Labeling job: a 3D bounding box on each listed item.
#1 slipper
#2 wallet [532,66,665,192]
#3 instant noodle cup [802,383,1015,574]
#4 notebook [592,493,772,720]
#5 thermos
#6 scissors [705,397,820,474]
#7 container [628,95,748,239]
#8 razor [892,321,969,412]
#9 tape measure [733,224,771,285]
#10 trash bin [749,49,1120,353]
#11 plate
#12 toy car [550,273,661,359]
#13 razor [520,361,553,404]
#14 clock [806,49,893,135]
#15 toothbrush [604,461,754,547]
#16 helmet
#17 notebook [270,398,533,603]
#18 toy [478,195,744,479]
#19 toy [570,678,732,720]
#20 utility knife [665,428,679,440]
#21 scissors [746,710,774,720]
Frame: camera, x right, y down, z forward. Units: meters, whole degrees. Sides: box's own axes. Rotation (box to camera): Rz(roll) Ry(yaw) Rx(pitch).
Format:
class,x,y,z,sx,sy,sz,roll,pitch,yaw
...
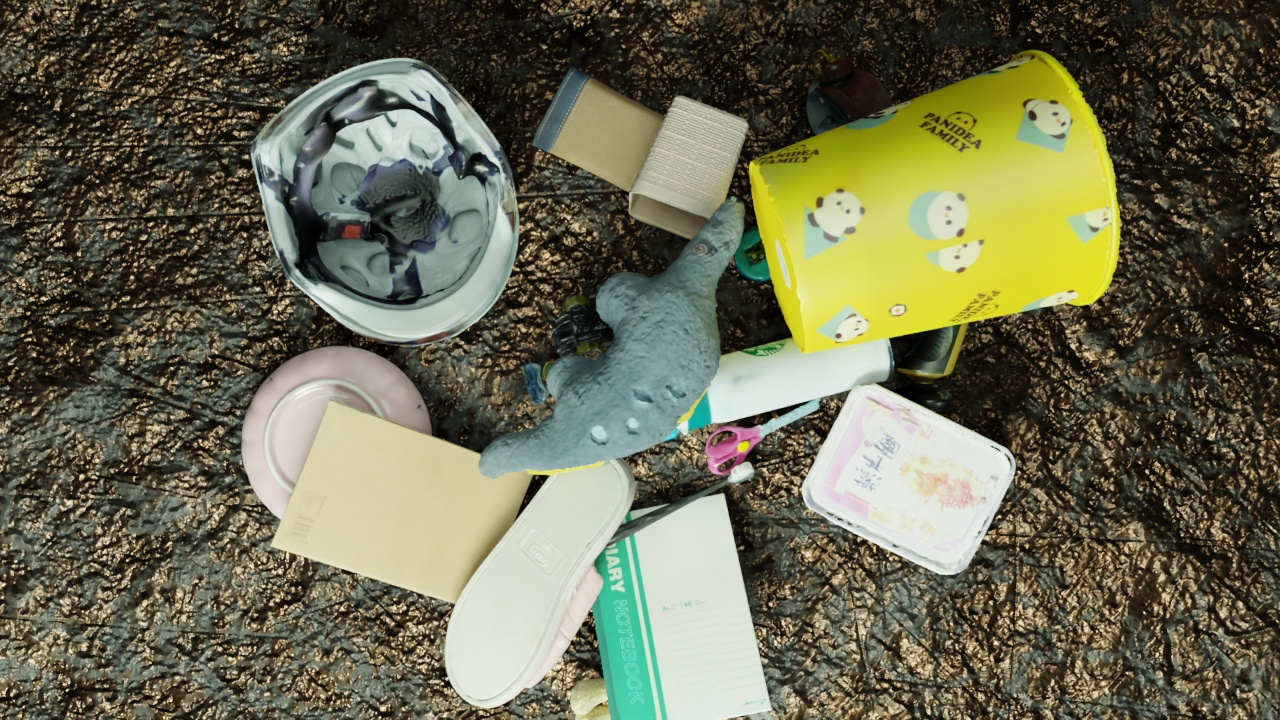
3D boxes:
class,x,y,z,sx,sy,sz,roll,pitch,yaw
slipper,-0.094,0.207,0.887,0.114,0.054,0.274,30,89,23
wallet,-0.041,-0.237,0.943,0.115,0.033,0.090,27,89,1
instant noodle cup,0.256,0.113,0.898,0.173,0.060,0.138,26,94,3
notebook,0.029,0.241,0.882,0.150,0.012,0.209,-11,65,0
thermos,0.129,0.013,0.900,0.224,0.073,0.073,-14,86,-4
scissors,0.124,0.066,0.918,0.135,0.017,0.064,-28,128,-8
container,0.050,-0.190,0.912,0.090,0.090,0.111,21,82,2
razor,0.305,-0.023,0.922,0.067,0.062,0.167,29,79,-28
tape measure,0.123,-0.108,0.936,0.054,0.025,0.058,-38,86,-4
trash bin,0.245,-0.127,0.824,0.255,0.229,0.229,-15,86,4
plate,-0.307,0.080,0.914,0.192,0.039,0.192,0,86,0
toy car,-0.012,-0.040,0.916,0.158,0.042,0.070,-16,60,1
razor,-0.048,0.006,0.929,0.142,0.022,0.042,-16,87,-2
clock,0.204,-0.255,0.919,0.055,0.082,0.122,-33,87,-7
toothbrush,0.032,0.144,0.909,0.181,0.018,0.015,-26,58,-5
helmet,-0.227,-0.142,0.878,0.229,0.146,0.258,-31,94,-1
notebook,-0.229,0.144,0.894,0.211,0.012,0.149,22,87,-15
toy,-0.005,0.005,0.839,0.356,0.091,0.138,-49,57,6
toy,0.011,0.326,0.883,0.157,0.066,0.105,-4,91,-7
utility knife,-0.001,0.075,0.926,0.202,0.018,0.034,-19,85,-3
scissors,0.081,0.273,0.880,0.173,0.014,0.142,18,65,18
